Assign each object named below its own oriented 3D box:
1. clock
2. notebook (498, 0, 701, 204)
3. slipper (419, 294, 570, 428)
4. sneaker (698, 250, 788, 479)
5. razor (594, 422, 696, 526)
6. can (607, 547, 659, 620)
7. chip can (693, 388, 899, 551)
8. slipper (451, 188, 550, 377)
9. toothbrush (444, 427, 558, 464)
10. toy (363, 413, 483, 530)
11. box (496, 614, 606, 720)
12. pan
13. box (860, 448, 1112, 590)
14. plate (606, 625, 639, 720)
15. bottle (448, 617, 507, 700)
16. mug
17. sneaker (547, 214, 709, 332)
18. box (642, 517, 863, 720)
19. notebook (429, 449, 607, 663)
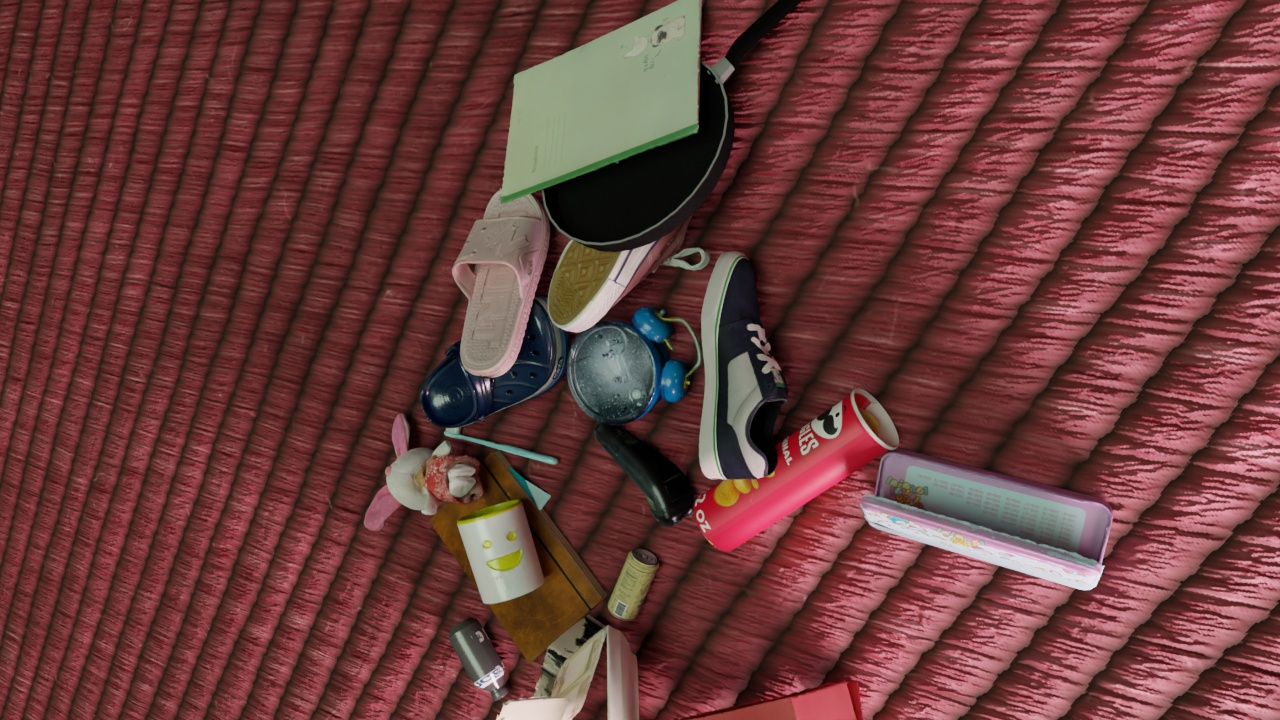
[{"bbox_3d":[-0.006,0.006,1.029,0.162,0.060,0.116,-21,86,29],"label":"clock"},{"bbox_3d":[-0.045,-0.278,0.986,0.253,0.010,0.181,-13,62,31],"label":"notebook"},{"bbox_3d":[-0.188,0.016,1.116,0.254,0.095,0.105,-34,78,33],"label":"slipper"},{"bbox_3d":[0.111,0.003,0.930,0.079,0.084,0.235,-2,81,32],"label":"sneaker"},{"bbox_3d":[0.001,0.129,1.053,0.151,0.053,0.067,41,132,25],"label":"razor"},{"bbox_3d":[-0.008,0.263,1.080,0.038,0.038,0.080,30,111,23],"label":"can"},{"bbox_3d":[0.155,0.117,0.946,0.221,0.069,0.069,-39,78,29],"label":"chip can"},{"bbox_3d":[-0.166,-0.100,1.051,0.094,0.064,0.239,-2,69,26],"label":"slipper"},{"bbox_3d":[-0.179,0.107,1.168,0.181,0.016,0.016,13,95,28],"label":"toothbrush"},{"bbox_3d":[-0.277,0.151,1.180,0.195,0.084,0.159,1,71,41],"label":"toy"},{"bbox_3d":[-0.099,0.404,1.064,0.069,0.190,0.144,26,116,23],"label":"box"},{"bbox_3d":[0.044,-0.257,0.941,0.357,0.034,0.225,-40,52,13],"label":"pan"},{"bbox_3d":[0.320,0.154,0.863,0.214,0.096,0.077,14,131,27],"label":"box"},{"bbox_3d":[-0.021,0.396,1.047,0.034,0.182,0.182,0,98,-3],"label":"plate"},{"bbox_3d":[-0.211,0.395,1.212,0.047,0.046,0.112,-39,79,28],"label":"bottle"},{"bbox_3d":[-0.170,0.233,1.125,0.083,0.082,0.106,-17,90,31],"label":"mug"},{"bbox_3d":[-0.002,-0.123,0.992,0.241,0.087,0.118,-49,50,7],"label":"sneaker"},{"bbox_3d":[0.104,0.296,1.014,0.214,0.153,0.324,-25,51,32],"label":"box"},{"bbox_3d":[-0.163,0.241,1.179,0.249,0.014,0.179,51,118,14],"label":"notebook"}]
